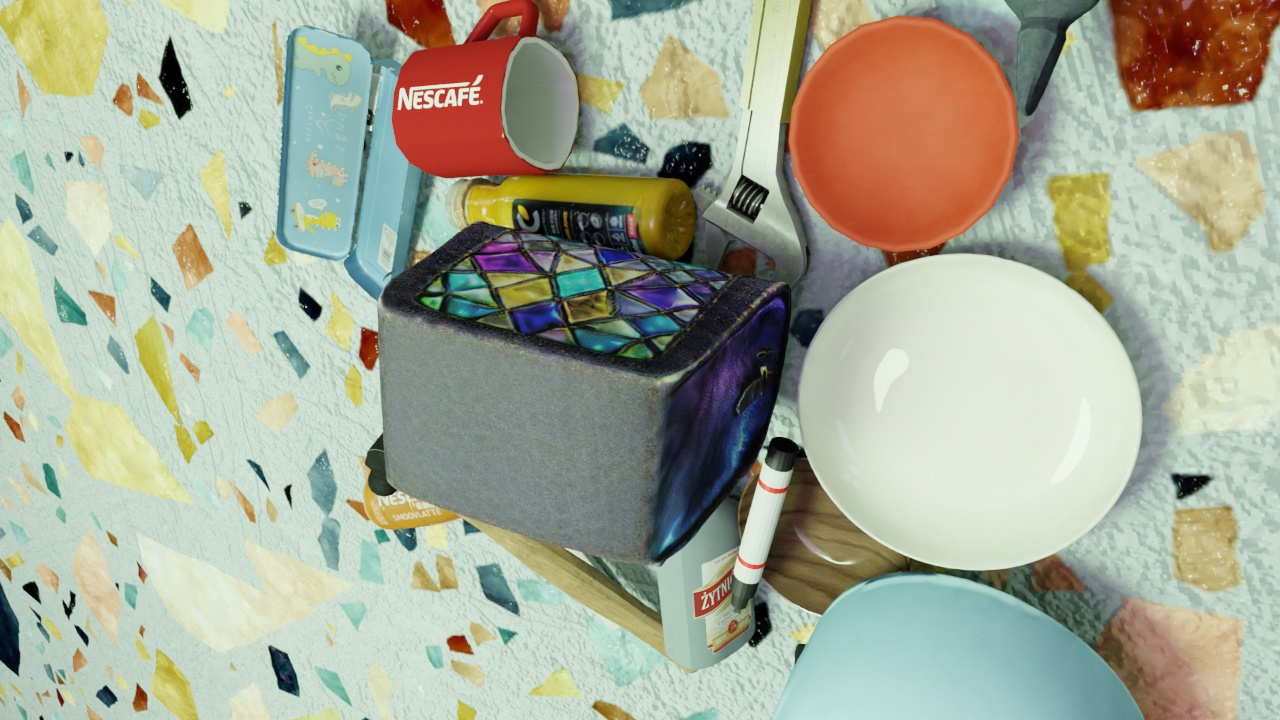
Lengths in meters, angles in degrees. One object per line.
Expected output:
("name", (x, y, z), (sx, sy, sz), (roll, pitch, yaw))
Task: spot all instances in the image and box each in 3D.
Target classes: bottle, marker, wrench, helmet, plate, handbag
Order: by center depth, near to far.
("plate", (0.183, 0.028, 0.525), (0.182, 0.034, 0.182), (7, 106, 25))
("wrench", (0.080, -0.163, 0.536), (0.084, 0.018, 0.274), (22, 121, 26))
("handbag", (-0.029, -0.001, 0.550), (0.205, 0.221, 0.126), (14, 117, 17))
("helmet", (0.179, 0.262, 0.551), (0.226, 0.166, 0.266), (18, 125, 27))
("marker", (0.079, 0.116, 0.612), (0.019, 0.019, 0.146), (25, 122, 24))
("bottle", (-0.055, -0.102, 0.632), (0.186, 0.053, 0.053), (10, 115, 31))
("bottle", (0.045, 0.135, 0.653), (0.046, 0.072, 0.161), (17, 120, 47))
("bottle", (-0.164, 0.112, 0.798), (0.167, 0.059, 0.059), (-11, 103, 28))

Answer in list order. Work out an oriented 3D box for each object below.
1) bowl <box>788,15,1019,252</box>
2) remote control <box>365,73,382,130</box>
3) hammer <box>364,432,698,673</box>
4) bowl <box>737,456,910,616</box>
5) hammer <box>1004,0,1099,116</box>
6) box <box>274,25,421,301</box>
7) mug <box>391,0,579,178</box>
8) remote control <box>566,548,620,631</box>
("bowl", (0.144, -0.123, 0.498), (0.122, 0.035, 0.122), (14, 117, 29))
("remote control", (-0.227, -0.207, 0.731), (0.137, 0.013, 0.043), (14, 117, 30))
("hammer", (-0.077, 0.149, 0.715), (0.305, 0.040, 0.133), (34, 147, -2))
("bowl", (0.126, 0.113, 0.614), (0.119, 0.032, 0.119), (14, 117, 29))
("hammer", (0.067, -0.206, 0.478), (0.322, 0.040, 0.129), (14, 102, 29))
("box", (-0.229, -0.152, 0.730), (0.126, 0.039, 0.210), (29, 131, 7))
("mug", (-0.101, -0.184, 0.618), (0.097, 0.080, 0.116), (5, 84, 33))
("remote control", (-0.054, 0.169, 0.774), (0.131, 0.012, 0.033), (50, 126, 7))
